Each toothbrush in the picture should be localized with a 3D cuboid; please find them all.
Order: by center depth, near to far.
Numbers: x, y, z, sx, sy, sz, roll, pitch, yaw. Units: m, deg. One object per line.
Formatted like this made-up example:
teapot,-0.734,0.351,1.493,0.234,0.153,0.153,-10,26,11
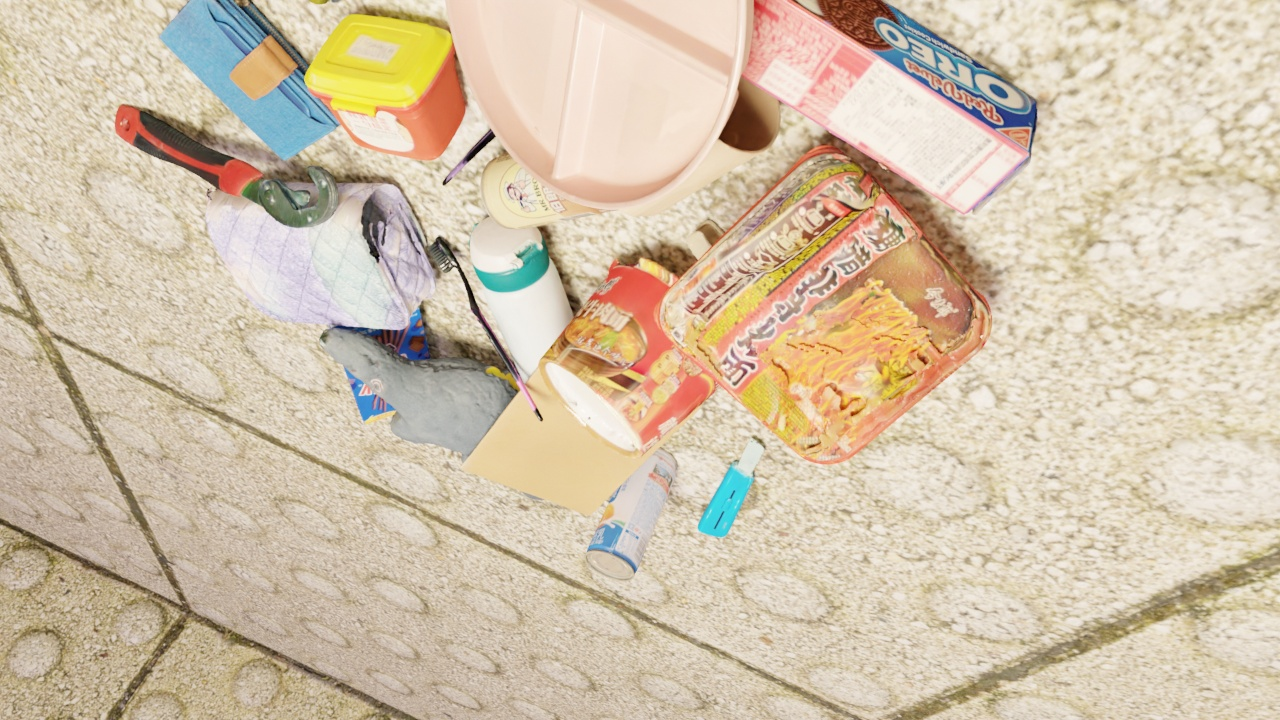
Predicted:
toothbrush,-0.103,-0.172,0.680,0.016,0.014,0.190,29,147,-26
toothbrush,-0.136,-0.026,0.803,0.189,0.018,0.014,59,-174,6

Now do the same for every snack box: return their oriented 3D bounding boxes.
snack box,0.121,-0.164,0.515,0.207,0.057,0.058,30,142,-6
snack box,-0.175,-0.189,0.648,0.091,0.081,0.080,15,153,16
snack box,-0.259,0.002,0.940,0.026,0.084,0.157,58,159,31

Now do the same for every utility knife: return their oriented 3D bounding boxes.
utility knife,0.095,0.133,0.942,0.034,0.018,0.199,23,143,6

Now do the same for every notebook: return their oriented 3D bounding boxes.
notebook,-0.061,0.072,0.858,0.147,0.008,0.208,24,133,-21

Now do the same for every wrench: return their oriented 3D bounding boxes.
wrench,-0.365,-0.170,0.792,0.274,0.016,0.056,22,108,22

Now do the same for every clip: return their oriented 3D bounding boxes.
clip,0.083,-0.062,0.699,0.035,0.092,0.103,-30,82,51

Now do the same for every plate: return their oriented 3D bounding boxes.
plate,-0.029,-0.199,0.511,0.230,0.028,0.230,24,128,36

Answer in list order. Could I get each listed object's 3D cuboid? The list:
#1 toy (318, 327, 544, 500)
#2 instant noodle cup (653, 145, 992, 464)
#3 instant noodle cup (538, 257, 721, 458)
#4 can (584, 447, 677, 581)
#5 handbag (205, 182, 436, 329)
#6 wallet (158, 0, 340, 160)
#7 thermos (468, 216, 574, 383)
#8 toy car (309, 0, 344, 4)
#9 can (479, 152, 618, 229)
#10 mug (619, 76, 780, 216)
toy,-0.164,0.062,0.934,0.138,0.091,0.356,-11,144,33
instant noodle cup,0.122,-0.036,0.619,0.165,0.079,0.189,-42,110,17
instant noodle cup,-0.004,0.004,0.722,0.138,0.108,0.138,38,161,15
can,-0.007,0.152,0.927,0.053,0.134,0.053,17,143,13
handbag,-0.287,-0.100,0.833,0.194,0.075,0.134,6,136,24
wallet,-0.303,-0.222,0.719,0.107,0.040,0.133,-9,133,45
thermos,-0.091,-0.030,0.809,0.073,0.073,0.224,8,141,23
toy car,-0.230,-0.275,0.606,0.090,0.035,0.042,33,146,-11
can,-0.056,-0.131,0.663,0.116,0.058,0.058,-4,135,36
mug,0.012,-0.163,0.574,0.104,0.084,0.124,-24,97,49
